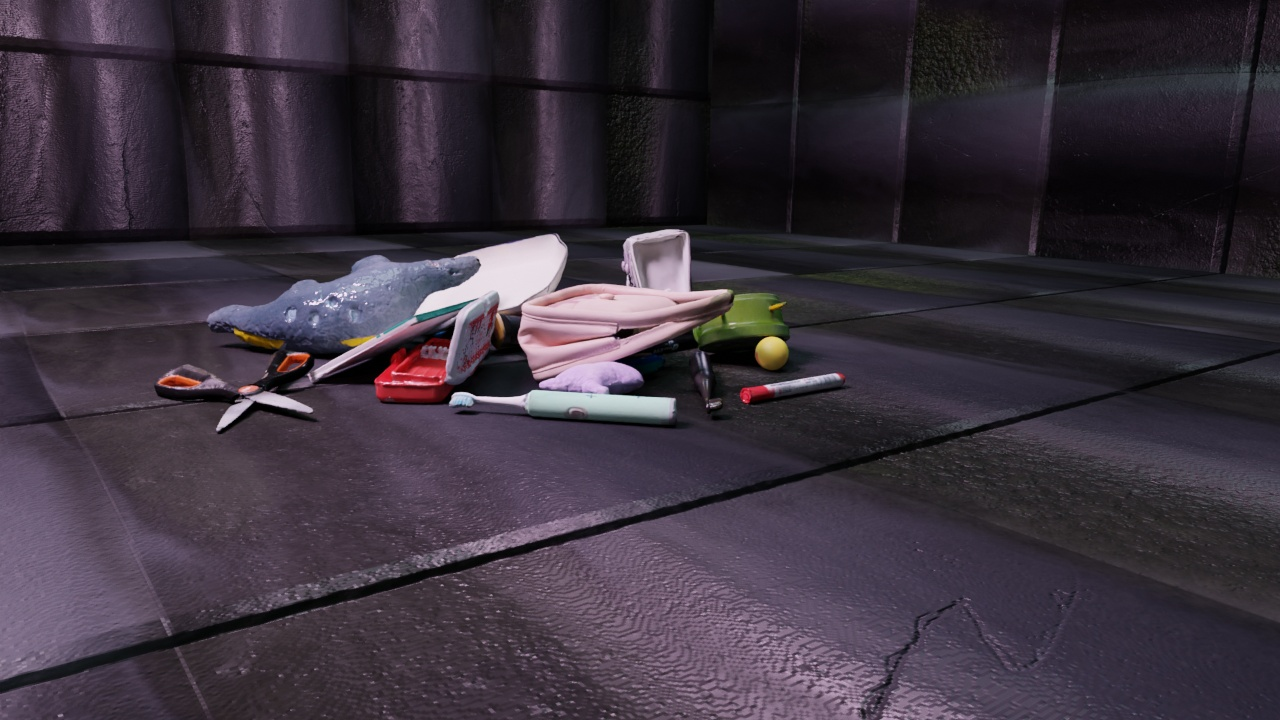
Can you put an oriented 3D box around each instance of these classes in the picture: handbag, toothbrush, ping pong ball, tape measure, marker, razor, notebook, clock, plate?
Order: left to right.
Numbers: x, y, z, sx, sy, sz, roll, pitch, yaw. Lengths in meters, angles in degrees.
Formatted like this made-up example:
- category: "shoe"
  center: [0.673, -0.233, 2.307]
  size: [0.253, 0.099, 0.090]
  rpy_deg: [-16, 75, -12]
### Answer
- category: "notebook"
  center: [-0.278, -0.031, 1.085]
  size: [0.150, 0.012, 0.208]
  rpy_deg: [-26, 4, 15]
- category: "toothbrush"
  center: [-0.255, -0.044, 1.309]
  size: [0.016, 0.014, 0.189]
  rpy_deg: [21, 17, 14]
- category: "plate"
  center: [-0.214, -0.104, 1.299]
  size: [0.266, 0.034, 0.161]
  rpy_deg: [-8, 42, 28]
- category: "razor"
  center: [-0.167, -0.037, 1.215]
  size: [0.068, 0.062, 0.167]
  rpy_deg: [-29, -13, 35]
- category: "toothbrush"
  center: [-0.075, 0.043, 0.884]
  size: [0.225, 0.026, 0.027]
  rpy_deg: [3, 34, 10]
- category: "tape measure"
  center: [-0.006, 0.006, 1.065]
  size: [0.058, 0.025, 0.054]
  rpy_deg: [-3, 9, 34]
- category: "handbag"
  center: [-0.004, -0.047, 1.053]
  size: [0.235, 0.093, 0.192]
  rpy_deg: [-7, 9, 25]
- category: "handbag"
  center: [0.027, -0.113, 1.322]
  size: [0.098, 0.145, 0.197]
  rpy_deg: [-14, 8, 0]
- category: "marker"
  center: [0.036, -0.022, 1.216]
  size: [0.022, 0.020, 0.131]
  rpy_deg: [23, 23, 39]
- category: "toothbrush"
  center: [0.070, 0.024, 0.989]
  size: [0.027, 0.026, 0.212]
  rpy_deg: [-11, 12, 2]
- category: "clock"
  center: [0.128, -0.045, 1.182]
  size: [0.116, 0.056, 0.161]
  rpy_deg: [-5, -8, -4]
- category: "ping pong ball"
  center: [0.159, -0.009, 1.110]
  size: [0.040, 0.040, 0.040]
  rpy_deg: [1, 12, 0]
- category: "marker"
  center: [0.168, 0.029, 0.993]
  size: [0.145, 0.017, 0.017]
  rpy_deg: [-7, 15, -35]

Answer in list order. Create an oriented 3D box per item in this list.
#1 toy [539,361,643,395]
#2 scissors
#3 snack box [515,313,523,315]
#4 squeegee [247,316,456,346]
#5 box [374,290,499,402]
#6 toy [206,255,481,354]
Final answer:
- category: "toy"
  center: [-0.040, 0.022, 0.954]
  size: [0.084, 0.039, 0.107]
  rpy_deg: [7, 8, 34]
- category: "scissors"
  center: [-0.398, 0.025, 0.931]
  size: [0.221, 0.022, 0.230]
  rpy_deg: [3, 18, 17]
- category: "snack box"
  center: [-0.192, -0.085, 1.380]
  size: [0.113, 0.044, 0.127]
  rpy_deg: [-2, 20, -33]
- category: "squeegee"
  center: [-0.356, -0.049, 1.260]
  size: [0.247, 0.039, 0.245]
  rpy_deg: [4, 24, 20]
- category: "box"
  center: [-0.216, -0.023, 1.012]
  size: [0.112, 0.100, 0.201]
  rpy_deg: [2, 12, 0]
- category: "toy"
  center: [-0.373, -0.069, 1.170]
  size: [0.356, 0.091, 0.137]
  rpy_deg: [-16, 35, -10]
